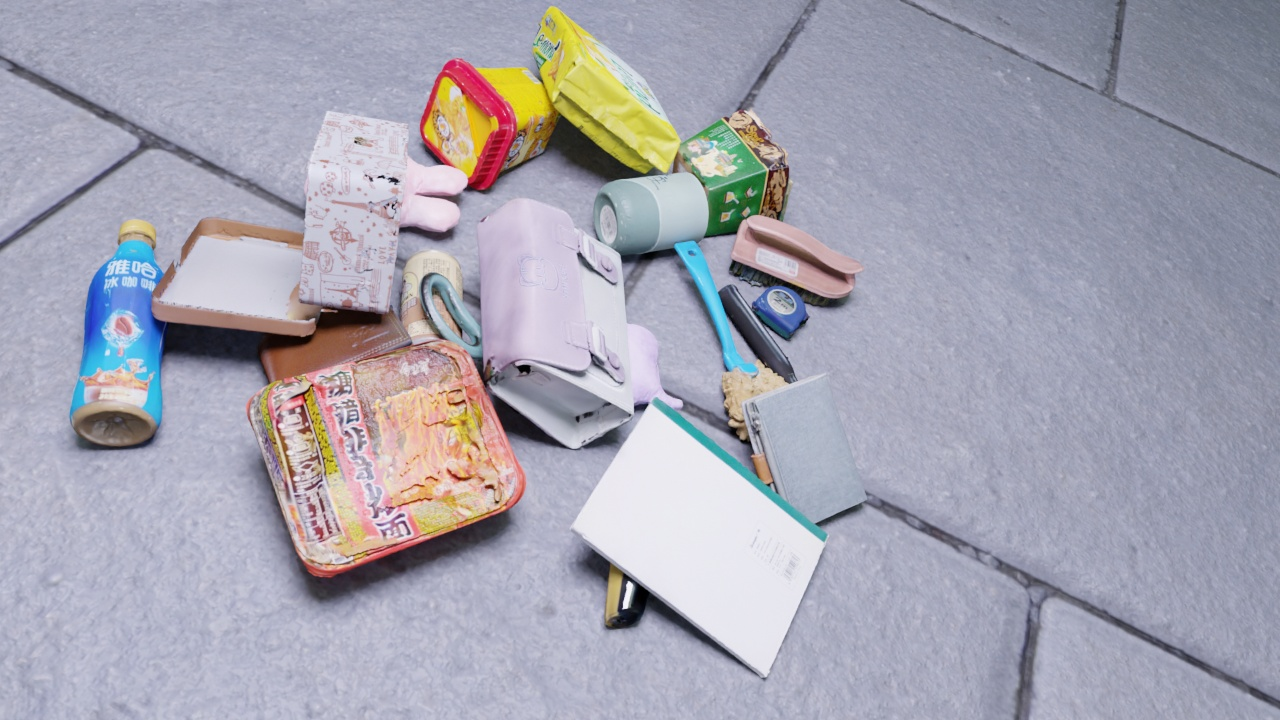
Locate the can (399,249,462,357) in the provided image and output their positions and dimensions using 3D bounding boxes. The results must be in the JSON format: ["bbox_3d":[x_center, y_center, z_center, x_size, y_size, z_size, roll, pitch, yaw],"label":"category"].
[{"bbox_3d":[-0.199,-0.046,0.873,0.058,0.059,0.116,4,53,-15],"label":"can"}]

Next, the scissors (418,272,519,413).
[{"bbox_3d":[-0.131,-0.036,0.882,0.170,0.019,0.180,47,32,-15],"label":"scissors"}]

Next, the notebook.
[{"bbox_3d":[0.058,0.148,0.788,0.209,0.012,0.150,39,56,-7],"label":"notebook"}]

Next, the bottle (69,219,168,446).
[{"bbox_3d":[-0.438,-0.032,0.784,0.065,0.065,0.218,-2,53,-19],"label":"bottle"}]

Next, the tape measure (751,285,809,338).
[{"bbox_3d":[0.156,-0.055,1.016,0.058,0.025,0.054,40,50,9],"label":"tape measure"}]

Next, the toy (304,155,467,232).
[{"bbox_3d":[-0.264,-0.179,0.958,0.159,0.054,0.121,12,58,-8],"label":"toy"}]

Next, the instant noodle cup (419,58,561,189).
[{"bbox_3d":[-0.162,-0.270,1.029,0.116,0.116,0.123,46,42,12],"label":"instant noodle cup"}]

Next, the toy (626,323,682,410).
[{"bbox_3d":[-0.005,0.005,0.908,0.083,0.039,0.107,2,51,-16],"label":"toy"}]

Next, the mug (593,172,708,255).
[{"bbox_3d":[0.002,-0.167,1.024,0.106,0.082,0.112,-13,28,-25],"label":"mug"}]

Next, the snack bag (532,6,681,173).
[{"bbox_3d":[-0.049,-0.315,1.064,0.158,0.068,0.246,33,23,-31],"label":"snack bag"}]

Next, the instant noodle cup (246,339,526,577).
[{"bbox_3d":[-0.205,0.079,0.751,0.188,0.079,0.164,-17,71,-27],"label":"instant noodle cup"}]

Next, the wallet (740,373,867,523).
[{"bbox_3d":[0.152,0.088,0.873,0.106,0.037,0.129,-17,90,-27],"label":"wallet"}]

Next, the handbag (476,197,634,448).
[{"bbox_3d":[-0.080,-0.040,0.851,0.145,0.099,0.196,29,40,-38],"label":"handbag"}]

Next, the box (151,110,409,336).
[{"bbox_3d":[-0.306,-0.133,0.810,0.197,0.158,0.180,7,30,-13],"label":"box"}]

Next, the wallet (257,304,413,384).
[{"bbox_3d":[-0.269,-0.011,0.806,0.124,0.032,0.101,-26,40,-19],"label":"wallet"}]

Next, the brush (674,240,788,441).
[{"bbox_3d":[0.092,-0.024,0.952,0.083,0.046,0.254,-12,64,-21],"label":"brush"}]

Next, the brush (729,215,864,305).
[{"bbox_3d":[0.175,-0.111,1.035,0.145,0.073,0.063,23,49,-2],"label":"brush"}]

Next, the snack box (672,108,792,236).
[{"bbox_3d":[0.098,-0.211,1.073,0.105,0.118,0.118,-22,59,-17],"label":"snack box"}]

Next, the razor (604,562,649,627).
[{"bbox_3d":[-0.006,0.149,0.796,0.068,0.062,0.167,-2,54,19],"label":"razor"}]

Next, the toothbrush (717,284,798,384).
[{"bbox_3d":[0.146,0.004,0.966,0.027,0.026,0.212,-25,64,-18],"label":"toothbrush"}]
